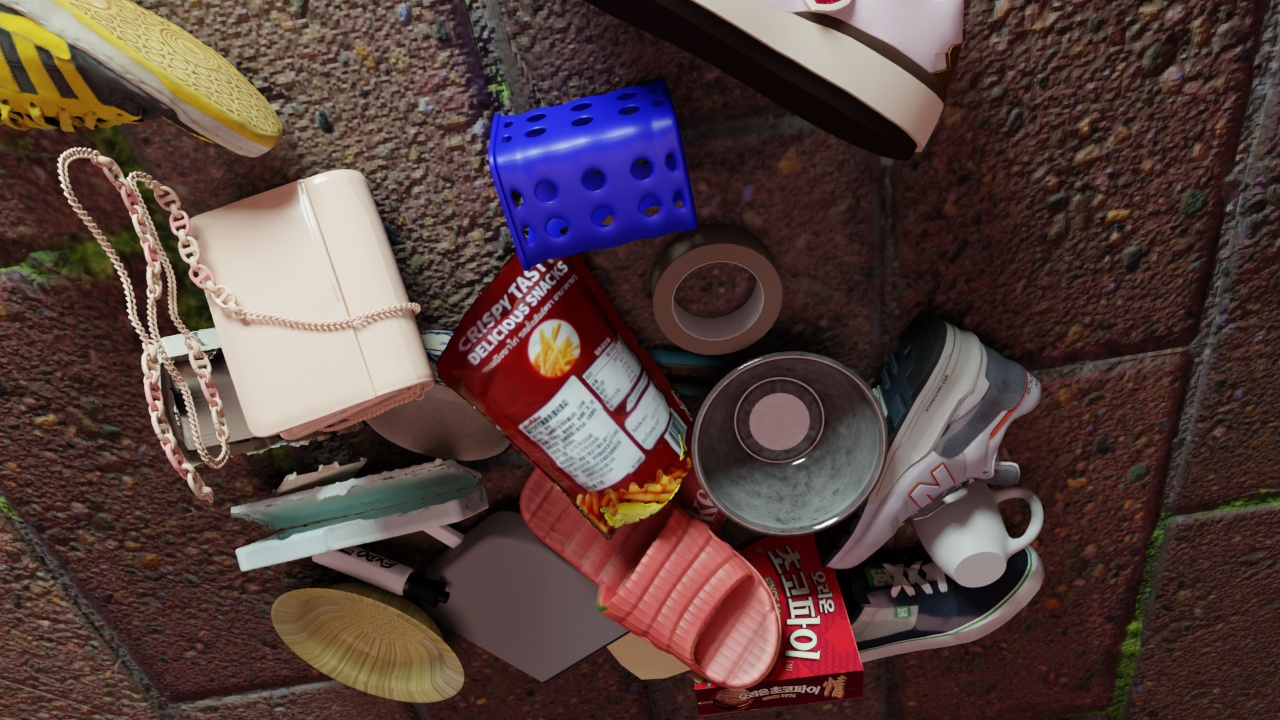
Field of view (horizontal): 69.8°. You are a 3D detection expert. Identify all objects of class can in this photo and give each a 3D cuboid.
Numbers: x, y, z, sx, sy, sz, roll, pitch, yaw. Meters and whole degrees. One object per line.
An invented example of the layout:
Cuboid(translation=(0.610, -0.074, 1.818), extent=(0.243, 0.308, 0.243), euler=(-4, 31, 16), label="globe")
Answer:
Cuboid(translation=(0.048, 0.120, 0.776), extent=(0.054, 0.054, 0.097), euler=(13, 123, -12), label="can")

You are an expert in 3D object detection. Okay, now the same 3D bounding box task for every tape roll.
Cuboid(translation=(0.055, -0.051, 0.669), extent=(0.093, 0.030, 0.094), euler=(-1, 125, -2), label="tape roll")

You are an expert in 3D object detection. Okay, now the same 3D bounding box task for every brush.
Cuboid(translation=(-0.012, 0.211, 0.843), extent=(0.089, 0.043, 0.229), euler=(-23, 124, 13), label="brush")

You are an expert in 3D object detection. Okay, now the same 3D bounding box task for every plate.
Cuboid(translation=(-0.244, 0.251, 0.847), extent=(0.184, 0.036, 0.185), euler=(9, 134, 10), label="plate")

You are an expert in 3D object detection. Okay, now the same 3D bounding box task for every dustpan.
Cuboid(translation=(-0.136, 0.187, 0.811), extent=(0.257, 0.033, 0.164), euler=(36, 125, -20), label="dustpan")

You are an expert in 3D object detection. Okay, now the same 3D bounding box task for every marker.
Cuboid(translation=(-0.225, 0.184, 0.798), extent=(0.126, 0.025, 0.025), euler=(19, 124, 9), label="marker")

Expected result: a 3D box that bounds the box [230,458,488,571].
Cuboid(translation=(-0.223, 0.125, 0.734), extent=(0.199, 0.072, 0.086), euler=(-15, 145, 14), label="box")

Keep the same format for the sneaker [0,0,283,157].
Cuboid(translation=(-0.342, -0.163, 0.532), extent=(0.238, 0.086, 0.122), euler=(35, 111, -20), label="sneaker")

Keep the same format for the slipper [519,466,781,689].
Cuboid(translation=(0.005, 0.159, 0.722), extent=(0.249, 0.059, 0.103), euler=(37, 86, 13), label="slipper")

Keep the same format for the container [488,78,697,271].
Cuboid(translation=(-0.028, -0.119, 0.584), extent=(0.113, 0.085, 0.084), euler=(-12, 125, 4), label="container")

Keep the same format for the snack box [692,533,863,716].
Cuboid(translation=(0.107, 0.221, 0.789), extent=(0.132, 0.151, 0.036), euler=(-7, 125, 2), label="snack box")

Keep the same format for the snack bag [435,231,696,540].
Cuboid(translation=(-0.041, 0.021, 0.654), extent=(0.067, 0.138, 0.208), euler=(7, 141, 51), label="snack bag")

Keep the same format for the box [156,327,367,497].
Cuboid(translation=(-0.282, 0.044, 0.692), extent=(0.143, 0.081, 0.182), euler=(-10, 125, -32), label="box")

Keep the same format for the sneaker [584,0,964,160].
Cuboid(translation=(0.065, -0.227, 0.514), extent=(0.293, 0.111, 0.116), euler=(23, 99, -17), label="sneaker")

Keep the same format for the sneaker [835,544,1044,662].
Cuboid(translation=(0.243, 0.211, 0.835), extent=(0.236, 0.084, 0.079), euler=(-25, 123, 18), label="sneaker")

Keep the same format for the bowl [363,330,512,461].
Cuboid(translation=(-0.145, 0.022, 0.680), extent=(0.115, 0.059, 0.116), euler=(6, 146, 4), label="bowl")

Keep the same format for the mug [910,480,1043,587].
Cuboid(translation=(0.292, 0.141, 0.782), extent=(0.107, 0.089, 0.071), euler=(-13, 125, 6), label="mug")

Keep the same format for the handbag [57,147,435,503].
Cuboid(translation=(-0.206, -0.032, 0.537), extent=(0.116, 0.187, 0.198), euler=(-21, 82, 0), label="handbag")

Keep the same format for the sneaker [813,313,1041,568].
Cuboid(translation=(0.236, 0.084, 0.739), extent=(0.124, 0.088, 0.240), euler=(13, 120, -9), label="sneaker")

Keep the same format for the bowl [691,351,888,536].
Cuboid(translation=(0.112, 0.056, 0.711), extent=(0.145, 0.067, 0.145), euler=(0, 105, 1), label="bowl")

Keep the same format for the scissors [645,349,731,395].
Cuboid(translation=(0.000, 0.000, 0.709), extent=(0.135, 0.019, 0.130), euler=(-35, 116, 12), label="scissors")
